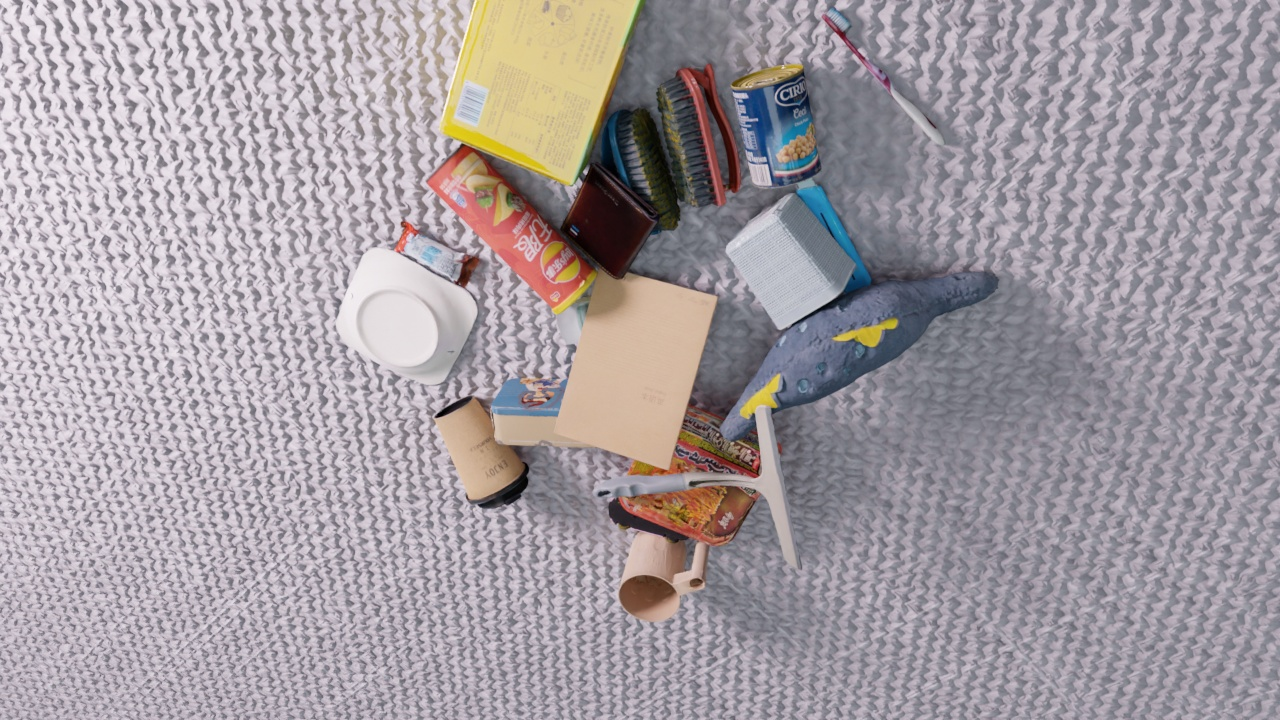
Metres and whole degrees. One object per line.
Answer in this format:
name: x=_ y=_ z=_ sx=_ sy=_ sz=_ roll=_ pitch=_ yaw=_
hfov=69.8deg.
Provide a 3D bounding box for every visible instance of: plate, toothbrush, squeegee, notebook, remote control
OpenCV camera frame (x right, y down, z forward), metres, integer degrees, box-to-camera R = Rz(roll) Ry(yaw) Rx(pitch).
plate: x=-0.303 y=-0.047 z=1.167 sx=0.163 sy=0.034 sz=0.165 roll=28 pitch=119 yaw=-5
toothbrush: x=0.254 y=-0.290 z=0.944 sx=0.187 sy=0.016 sz=0.017 roll=42 pitch=107 yaw=-13
squeegee: x=0.060 y=0.152 z=1.117 sx=0.247 sy=0.039 sz=0.247 roll=-4 pitch=122 yaw=20
notebook: x=-0.006 y=0.006 z=1.083 sx=0.149 sy=0.012 sz=0.211 roll=17 pitch=93 yaw=15
remote control: x=-0.036 y=-0.054 z=1.122 sx=0.135 sy=0.019 sz=0.056 roll=-7 pitch=117 yaw=14

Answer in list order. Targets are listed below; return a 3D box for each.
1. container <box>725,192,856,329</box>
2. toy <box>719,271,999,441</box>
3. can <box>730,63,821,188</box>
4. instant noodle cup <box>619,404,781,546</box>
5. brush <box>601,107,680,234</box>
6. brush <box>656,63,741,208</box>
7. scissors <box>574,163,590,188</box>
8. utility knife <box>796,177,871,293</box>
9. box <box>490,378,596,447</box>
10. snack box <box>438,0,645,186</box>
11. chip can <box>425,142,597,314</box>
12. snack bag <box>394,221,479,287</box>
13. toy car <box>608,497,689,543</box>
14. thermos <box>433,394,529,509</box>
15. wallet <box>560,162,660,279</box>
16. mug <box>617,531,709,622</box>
container: x=0.162 y=-0.112 z=1.007 sx=0.090 sy=0.089 sz=0.111 roll=-33 pitch=100 yaw=37
toy: x=0.231 y=-0.018 z=1.018 sx=0.357 sy=0.091 sz=0.138 roll=-30 pitch=154 yaw=8
can: x=0.143 y=-0.242 z=0.955 sx=0.075 sy=0.075 sz=0.111 roll=-9 pitch=117 yaw=15
instant noodle cup: x=0.075 y=0.137 z=1.173 sx=0.164 sy=0.079 sz=0.189 roll=24 pitch=119 yaw=-3
brush: x=-0.006 y=-0.206 z=1.016 sx=0.074 sy=0.055 sz=0.144 roll=-1 pitch=121 yaw=36
brush: x=0.064 y=-0.240 z=0.983 sx=0.069 sy=0.063 sz=0.146 roll=-22 pitch=115 yaw=-13
scissors: x=-0.118 y=-0.248 z=1.036 sx=0.147 sy=0.012 sz=0.169 roll=-9 pitch=116 yaw=14
utility knife: x=0.213 y=-0.144 z=1.029 sx=0.034 sy=0.018 sz=0.166 roll=-24 pitch=110 yaw=22
box: x=-0.092 y=0.066 z=1.160 sx=0.184 sy=0.089 sz=0.059 roll=-2 pitch=117 yaw=9
snack box: x=-0.102 y=-0.310 z=0.956 sx=0.157 sy=0.070 sz=0.210 roll=21 pitch=115 yaw=-4
chip can: x=-0.147 y=-0.153 z=1.060 sx=0.073 sy=0.073 sz=0.216 roll=-37 pitch=106 yaw=25
snack bag: x=-0.251 y=-0.129 z=1.117 sx=0.105 sy=0.026 sz=0.045 roll=28 pitch=110 yaw=-7
toy car: x=0.016 y=0.210 z=1.250 sx=0.122 sy=0.037 sz=0.056 roll=12 pitch=118 yaw=18
thermos: x=-0.212 y=0.122 z=1.216 sx=0.093 sy=0.092 sz=0.143 roll=-21 pitch=106 yaw=20
wallet: x=-0.036 y=-0.155 z=1.032 sx=0.096 sy=0.020 sz=0.123 roll=41 pitch=145 yaw=3
mug: x=0.036 y=0.282 z=1.245 sx=0.125 sy=0.103 sz=0.084 roll=-23 pitch=112 yaw=21
